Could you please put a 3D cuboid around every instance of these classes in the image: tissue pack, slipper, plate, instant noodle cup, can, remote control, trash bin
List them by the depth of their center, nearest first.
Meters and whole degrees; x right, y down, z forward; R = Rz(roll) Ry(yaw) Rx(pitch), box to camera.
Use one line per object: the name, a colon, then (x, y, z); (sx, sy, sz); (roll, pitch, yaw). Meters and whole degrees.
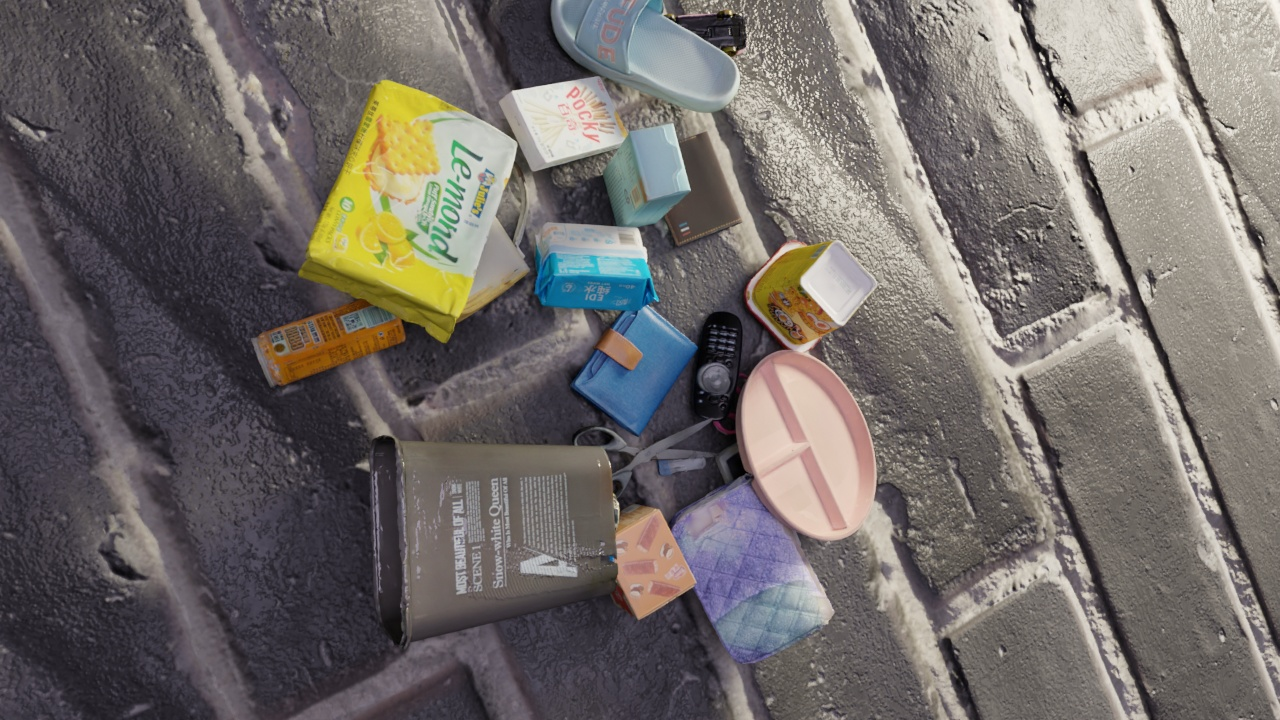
trash bin: (-0.153, 0.170, 0.933); (0.219, 0.199, 0.199); (-1, 85, -23)
can: (-0.323, -0.023, 0.959); (0.145, 0.058, 0.058); (-22, 92, -18)
tissue pack: (-0.053, -0.103, 1.035); (0.140, 0.063, 0.089); (1, 49, -16)
slipper: (0.004, -0.371, 1.062); (0.245, 0.074, 0.104); (29, 77, 3)
plate: (0.195, 0.100, 1.082); (0.229, 0.028, 0.229); (17, 61, -34)
instant noodle cup: (0.206, -0.082, 1.094); (0.116, 0.124, 0.116); (45, 74, -9)
remote control: (0.092, 0.008, 1.099); (0.053, 0.024, 0.136); (10, 75, -1)
remote control: (0.143, 0.170, 1.107); (0.058, 0.021, 0.150); (-24, 93, -18)

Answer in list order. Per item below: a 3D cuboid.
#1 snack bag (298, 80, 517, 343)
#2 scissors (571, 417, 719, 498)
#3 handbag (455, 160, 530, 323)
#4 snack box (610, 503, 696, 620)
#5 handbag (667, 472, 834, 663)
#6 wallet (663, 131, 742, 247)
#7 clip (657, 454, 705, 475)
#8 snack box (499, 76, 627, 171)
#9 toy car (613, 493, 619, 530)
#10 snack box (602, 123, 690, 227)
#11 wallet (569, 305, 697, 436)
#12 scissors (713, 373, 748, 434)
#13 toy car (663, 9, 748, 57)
snack bag: (-0.230, -0.156, 0.926); (0.158, 0.068, 0.246); (23, 67, -20)
scissors: (0.000, 0.109, 1.056); (0.159, 0.014, 0.173); (35, 90, -17)
handbag: (-0.190, -0.146, 1.014); (0.178, 0.063, 0.163); (-36, 96, -25)
snack box: (-0.005, 0.221, 1.019); (0.077, 0.093, 0.094); (-28, 94, -17)
handbag: (0.122, 0.238, 1.059); (0.134, 0.075, 0.194); (-27, 93, 0)
wallet: (0.061, -0.208, 1.116); (0.096, 0.020, 0.122); (-22, 90, -17)
clip: (0.048, 0.122, 1.083); (0.056, 0.029, 0.024); (-3, 84, -10)
snack box: (-0.082, -0.269, 1.033); (0.156, 0.027, 0.084); (-30, 96, -48)
toy car: (-0.044, 0.158, 0.999); (0.035, 0.090, 0.042); (-2, 101, -22)
snack box: (0.003, -0.198, 1.015); (0.051, 0.175, 0.074); (-14, 90, -12)
wallet: (-0.006, 0.006, 1.068); (0.106, 0.040, 0.133); (39, 75, -15)
scissors: (0.153, 0.064, 1.114); (0.136, 0.017, 0.105); (12, 67, -13)
toy car: (0.072, -0.397, 1.126); (0.122, 0.037, 0.056); (-5, 86, -5)
